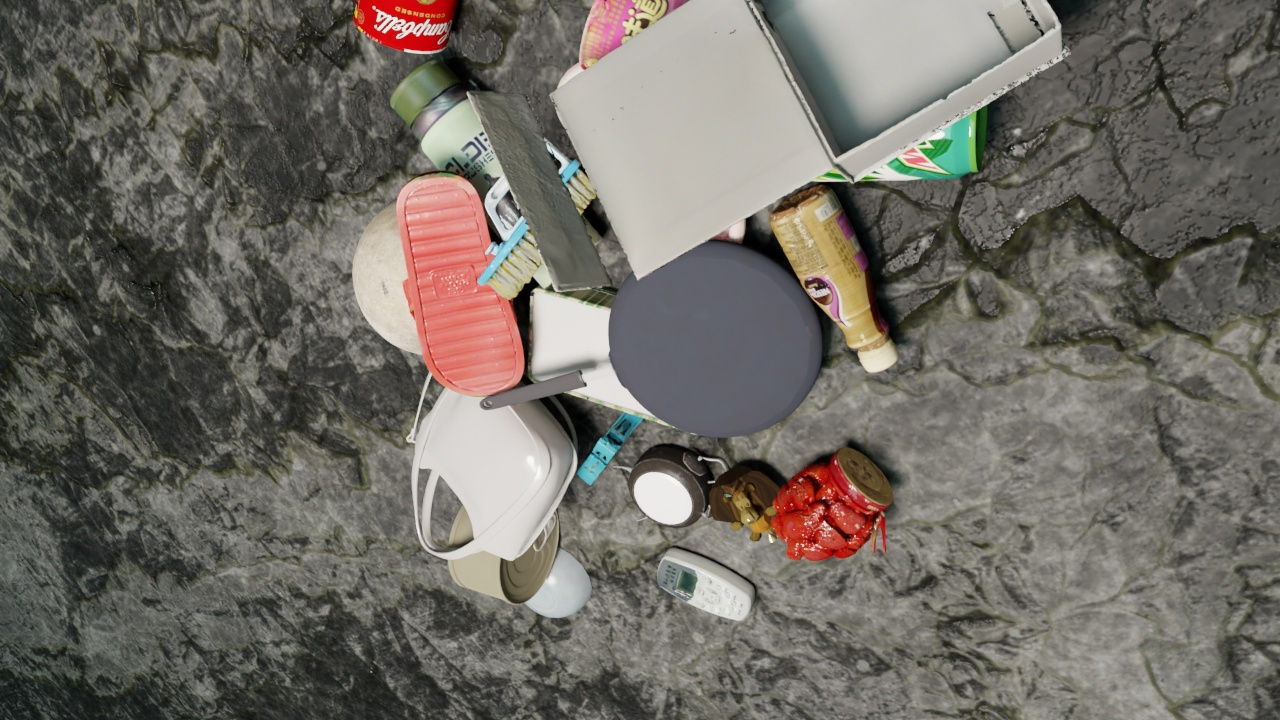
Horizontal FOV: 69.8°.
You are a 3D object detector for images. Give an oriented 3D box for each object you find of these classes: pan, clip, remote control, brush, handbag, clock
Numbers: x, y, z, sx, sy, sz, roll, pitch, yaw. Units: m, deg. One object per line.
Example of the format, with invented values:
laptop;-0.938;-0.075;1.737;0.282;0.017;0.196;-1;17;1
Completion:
pan;-0.005;0.005;0.869;0.357;0.021;0.199;-15;112;22
clip;-0.042;0.102;0.986;0.027;0.102;0.120;41;141;5
remote control;0.075;0.256;1.045;0.114;0.028;0.060;23;126;15
brush;-0.104;-0.124;0.809;0.075;0.055;0.136;38;87;-11
handbag;-0.184;0.120;1.014;0.216;0.095;0.223;47;113;23
clock;0.035;0.138;0.986;0.123;0.043;0.091;-10;112;32

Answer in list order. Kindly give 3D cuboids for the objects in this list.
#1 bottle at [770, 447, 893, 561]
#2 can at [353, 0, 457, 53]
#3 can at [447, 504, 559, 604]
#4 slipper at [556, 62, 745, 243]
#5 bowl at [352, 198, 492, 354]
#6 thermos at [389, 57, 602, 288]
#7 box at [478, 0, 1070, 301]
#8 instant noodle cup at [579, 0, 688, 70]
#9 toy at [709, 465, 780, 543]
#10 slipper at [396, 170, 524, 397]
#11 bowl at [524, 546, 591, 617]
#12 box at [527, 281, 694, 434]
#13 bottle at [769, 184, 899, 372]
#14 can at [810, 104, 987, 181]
bottle;0.187;0.148;0.889;0.099;0.098;0.111;41;118;0
can;-0.198;-0.342;0.799;0.086;0.086;0.117;31;128;8
can;-0.160;0.216;1.084;0.073;0.127;0.128;9;122;25
slipper;0.008;-0.170;0.812;0.107;0.055;0.221;-36;97;36
bowl;-0.238;-0.085;0.955;0.179;0.081;0.178;6;103;25
thermos;-0.137;-0.181;0.872;0.231;0.082;0.083;49;128;-5
box;0.084;-0.192;0.643;0.369;0.098;0.166;-28;77;16
instant noodle cup;0.020;-0.258;0.736;0.108;0.097;0.098;25;127;2
toy;0.115;0.155;0.948;0.076;0.062;0.100;-27;115;14
slipper;-0.176;-0.072;0.884;0.103;0.059;0.249;-14;125;-6
bowl;-0.117;0.285;1.157;0.106;0.039;0.106;13;123;21
box;-0.015;-0.009;0.925;0.206;0.050;0.118;15;120;18
bottle;0.172;-0.066;0.784;0.060;0.059;0.166;-21;107;35
can;0.183;-0.179;0.696;0.144;0.082;0.083;4;120;26
